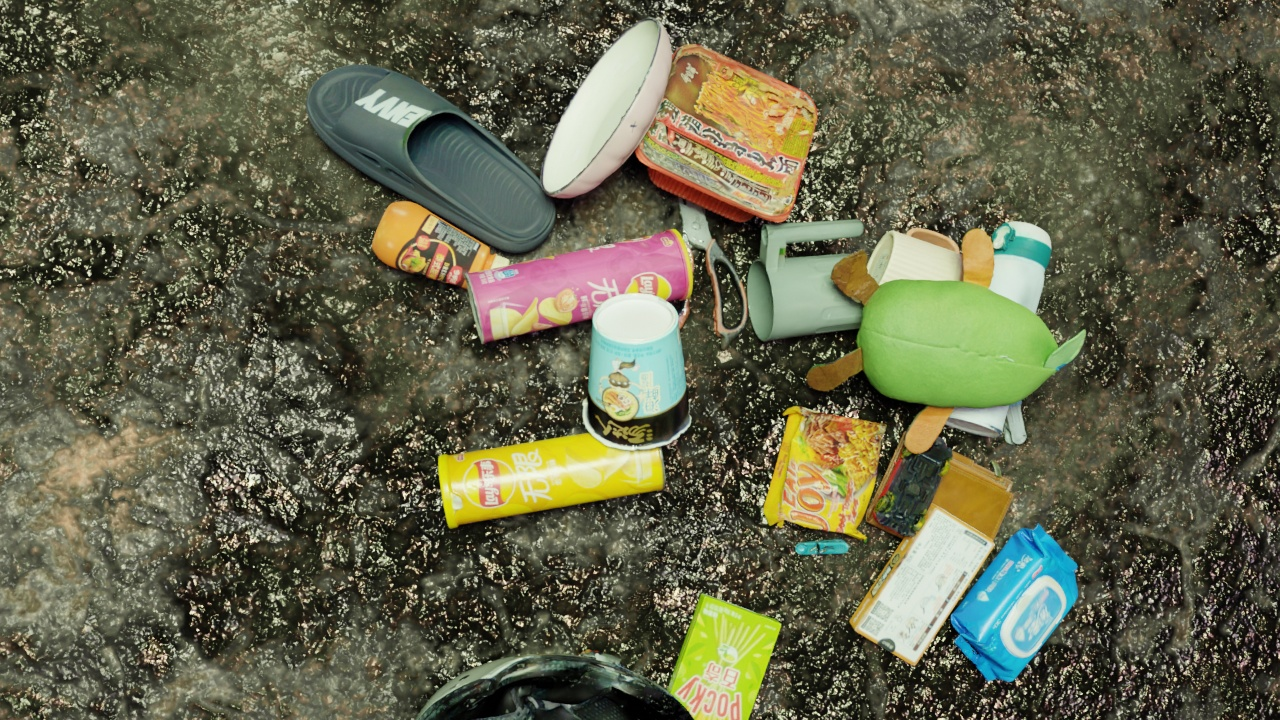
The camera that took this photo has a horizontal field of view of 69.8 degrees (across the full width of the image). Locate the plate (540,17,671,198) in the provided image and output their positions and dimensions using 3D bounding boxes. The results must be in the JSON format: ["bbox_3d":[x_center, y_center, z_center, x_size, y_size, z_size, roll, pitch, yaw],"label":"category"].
[{"bbox_3d":[-0.028,-0.235,0.881,0.039,0.193,0.192,29,82,-25],"label":"plate"}]

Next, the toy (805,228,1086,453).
[{"bbox_3d":[0.290,-0.017,0.891,0.247,0.090,0.227,12,106,-2],"label":"toy"}]

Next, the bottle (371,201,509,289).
[{"bbox_3d":[-0.186,-0.102,0.908,0.149,0.067,0.066,24,82,-12],"label":"bottle"}]

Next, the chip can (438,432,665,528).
[{"bbox_3d":[-0.086,0.110,0.896,0.213,0.072,0.072,-9,86,-9],"label":"chip can"}]

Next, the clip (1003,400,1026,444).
[{"bbox_3d":[0.400,0.063,0.989,0.026,0.042,0.058,-14,90,-10],"label":"clip"}]

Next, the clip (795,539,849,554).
[{"bbox_3d":[0.187,0.193,0.948,0.054,0.033,0.013,-6,83,5],"label":"clip"}]

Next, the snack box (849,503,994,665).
[{"bbox_3d":[0.288,0.229,0.940,0.075,0.026,0.154,31,94,-5],"label":"snack box"}]

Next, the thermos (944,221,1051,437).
[{"bbox_3d":[0.375,-0.036,0.968,0.073,0.073,0.224,19,83,-5],"label":"thermos"}]

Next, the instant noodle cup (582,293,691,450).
[{"bbox_3d":[-0.005,0.005,0.869,0.111,0.111,0.121,-9,129,-8],"label":"instant noodle cup"}]

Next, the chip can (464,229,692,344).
[{"bbox_3d":[-0.059,-0.072,0.888,0.210,0.071,0.071,-13,87,-14],"label":"chip can"}]

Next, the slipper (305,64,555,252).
[{"bbox_3d":[-0.195,-0.211,0.895,0.268,0.083,0.110,34,68,-6],"label":"slipper"}]

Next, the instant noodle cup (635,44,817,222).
[{"bbox_3d":[0.083,-0.219,0.922,0.164,0.079,0.188,24,57,-5],"label":"instant noodle cup"}]

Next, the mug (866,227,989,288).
[{"bbox_3d":[0.298,-0.093,0.963,0.106,0.082,0.114,20,56,-4],"label":"mug"}]

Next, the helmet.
[{"bbox_3d":[-0.087,0.371,0.831,0.273,0.157,0.230,7,83,-18],"label":"helmet"}]

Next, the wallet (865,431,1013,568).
[{"bbox_3d":[0.319,0.142,0.962,0.130,0.035,0.119,26,84,-4],"label":"wallet"}]

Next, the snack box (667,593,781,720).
[{"bbox_3d":[0.075,0.323,0.921,0.086,0.026,0.156,22,83,-4],"label":"snack box"}]

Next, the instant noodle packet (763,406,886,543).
[{"bbox_3d":[0.191,0.117,0.945,0.111,0.044,0.128,13,84,-2],"label":"instant noodle packet"}]

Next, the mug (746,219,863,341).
[{"bbox_3d":[0.170,-0.083,0.926,0.103,0.083,0.124,-6,123,-10],"label":"mug"}]

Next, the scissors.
[{"bbox_3d":[0.050,-0.119,0.959,0.201,0.015,0.206,40,82,-2],"label":"scissors"}]

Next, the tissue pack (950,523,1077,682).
[{"bbox_3d":[0.387,0.249,0.939,0.157,0.052,0.095,-49,118,-8],"label":"tissue pack"}]

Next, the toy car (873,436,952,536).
[{"bbox_3d":[0.276,0.124,0.930,0.049,0.031,0.106,26,86,0],"label":"toy car"}]
